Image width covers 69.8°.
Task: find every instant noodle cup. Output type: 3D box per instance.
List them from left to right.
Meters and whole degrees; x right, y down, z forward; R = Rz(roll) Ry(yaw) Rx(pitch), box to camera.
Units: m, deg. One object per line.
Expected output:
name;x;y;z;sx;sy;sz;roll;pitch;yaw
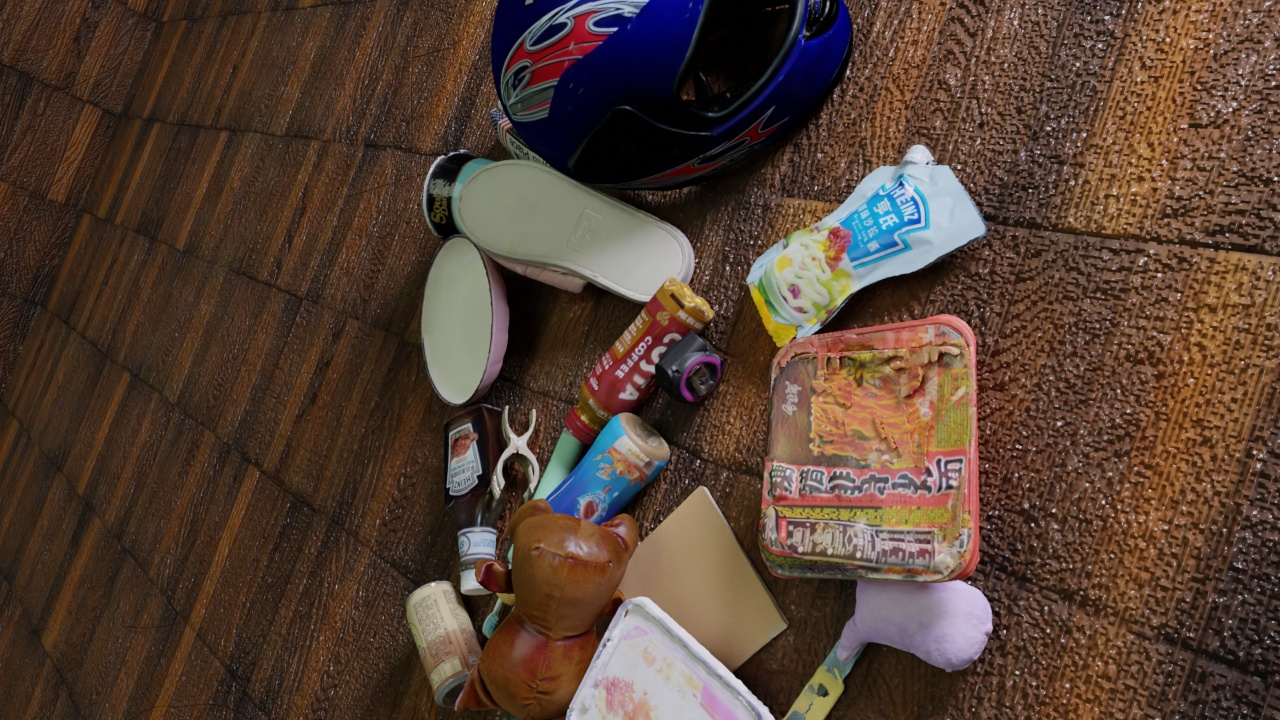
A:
instant noodle cup;-0.165;-0.178;1.042;0.121;0.111;0.111;14;83;27
instant noodle cup;0.030;0.283;0.712;0.173;0.060;0.138;31;97;44
instant noodle cup;0.173;0.068;0.671;0.165;0.079;0.188;-7;70;39

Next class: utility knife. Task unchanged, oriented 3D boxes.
utility knife;0.118;0.272;0.689;0.031;0.021;0.198;39;96;37

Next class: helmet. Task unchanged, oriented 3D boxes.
helmet;0.006;-0.298;0.845;0.316;0.240;0.247;-18;63;34

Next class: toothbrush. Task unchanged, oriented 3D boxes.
toothbrush;-0.109;0.172;0.913;0.027;0.026;0.224;26;92;60

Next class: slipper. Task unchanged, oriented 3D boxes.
slipper;-0.068;-0.128;0.938;0.274;0.054;0.114;21;90;20

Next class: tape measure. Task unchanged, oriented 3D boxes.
tape measure;0.044;0.010;0.820;0.057;0.058;0.039;-43;50;-8

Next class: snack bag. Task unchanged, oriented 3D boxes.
snack bag;0.178;-0.093;0.758;0.191;0.039;0.110;-35;43;25

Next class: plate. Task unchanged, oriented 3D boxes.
plate;-0.194;-0.044;1.035;0.193;0.039;0.192;0;90;54

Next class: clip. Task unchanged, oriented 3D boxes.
clip;-0.116;0.100;0.948;0.035;0.081;0.104;120;169;-53

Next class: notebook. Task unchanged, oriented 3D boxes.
notebook;0.018;0.229;0.794;0.208;0.008;0.147;-47;50;18

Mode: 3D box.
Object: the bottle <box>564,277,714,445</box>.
bottle;-0.005;0.005;0.865;0.175;0.057;0.057;-51;48;15

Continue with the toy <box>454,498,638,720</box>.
toy;-0.079;0.222;0.793;0.140;0.130;0.199;12;94;-1

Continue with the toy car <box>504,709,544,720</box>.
toy car;-0.104;0.292;0.856;0.043;0.036;0.091;-23;60;34

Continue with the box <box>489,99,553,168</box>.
box;-0.125;-0.251;1.072;0.163;0.076;0.087;44;124;39

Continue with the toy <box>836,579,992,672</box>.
toy;0.190;0.179;0.639;0.108;0.039;0.083;3;66;43

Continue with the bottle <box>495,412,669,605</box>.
bottle;-0.062;0.145;0.857;0.219;0.065;0.065;-49;49;16

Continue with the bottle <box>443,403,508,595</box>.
bottle;-0.174;0.147;0.969;0.080;0.044;0.194;-24;60;34

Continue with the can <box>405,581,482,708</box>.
can;-0.194;0.285;0.923;0.059;0.058;0.116;-48;49;17
